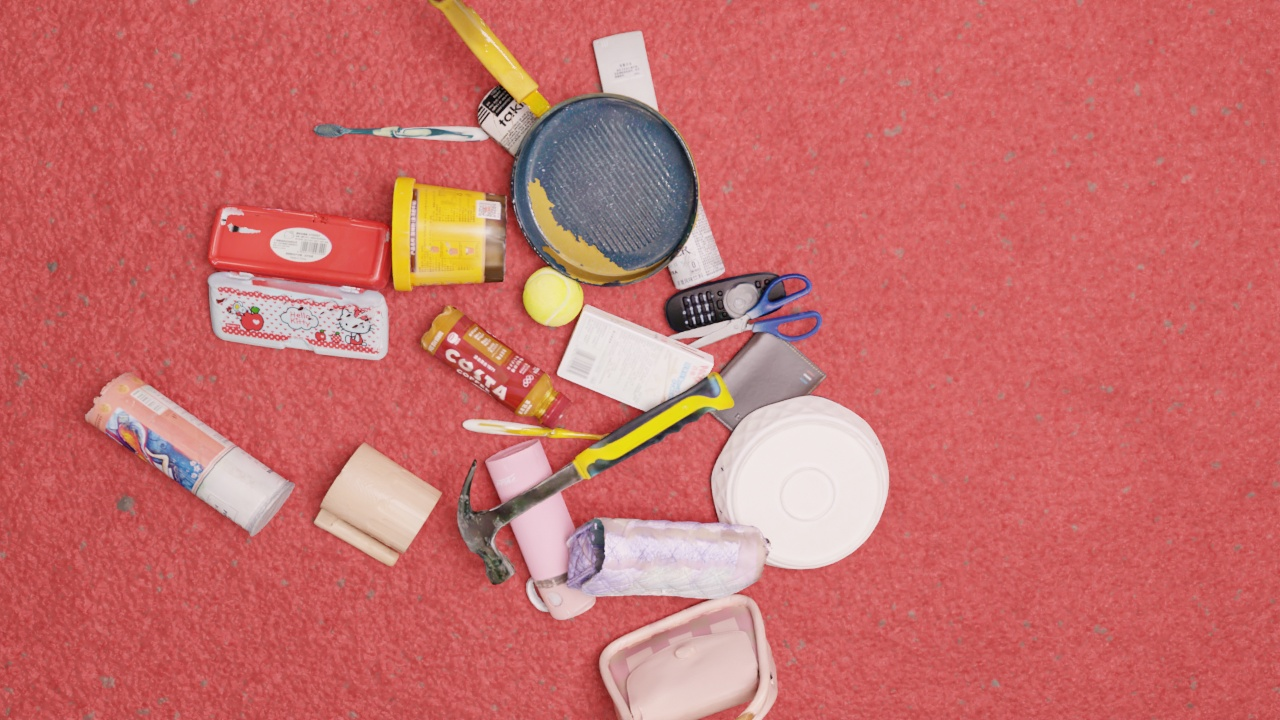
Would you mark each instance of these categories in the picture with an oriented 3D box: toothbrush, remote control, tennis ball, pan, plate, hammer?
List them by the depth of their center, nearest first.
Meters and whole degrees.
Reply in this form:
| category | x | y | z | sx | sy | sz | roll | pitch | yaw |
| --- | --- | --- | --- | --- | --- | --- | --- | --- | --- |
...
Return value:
| category | x | y | z | sx | sy | sz | roll | pitch | yaw |
| --- | --- | --- | --- | --- | --- | --- | --- | --- | --- |
| pan | -0.086 | -0.233 | 0.924 | 0.198 | 0.078 | 0.357 | -34 | 99 | 20 |
| hammer | -0.049 | 0.105 | 0.982 | 0.323 | 0.032 | 0.126 | -30 | 98 | -5 |
| toothbrush | -0.260 | -0.249 | 1.001 | 0.191 | 0.018 | 0.016 | 1 | 96 | -2 |
| tennis ball | -0.095 | -0.070 | 1.002 | 0.065 | 0.065 | 0.065 | 0 | 96 | -2 |
| remote control | -0.012 | -0.288 | 1.005 | 0.056 | 0.019 | 0.135 | -13 | 96 | -1 |
| remote control | 0.095 | -0.065 | 1.030 | 0.136 | 0.024 | 0.053 | -13 | 99 | 3 |
| plate | 0.185 | 0.145 | 1.040 | 0.205 | 0.045 | 0.205 | -1 | 101 | -3 |
| toothbrush | -0.106 | 0.082 | 1.041 | 0.191 | 0.018 | 0.016 | 6 | 94 | -3 |

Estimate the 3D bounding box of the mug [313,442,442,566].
| category | x | y | z | sx | sy | sz | roll | pitch | yaw |
| --- | --- | --- | --- | --- | --- | --- | --- | --- | --- |
| mug | -0.294 | 0.167 | 1.019 | 0.103 | 0.084 | 0.125 | 33 | 118 | -7 |

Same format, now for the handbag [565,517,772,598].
| category | x | y | z | sx | sy | sz | roll | pitch | yaw |
| --- | --- | --- | --- | --- | --- | --- | --- | --- | --- |
| handbag | 0.024 | 0.213 | 0.978 | 0.193 | 0.134 | 0.075 | 5 | 64 | -23 |

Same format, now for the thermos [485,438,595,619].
| category | x | y | z | sx | sy | sz | roll | pitch | yaw |
| --- | --- | --- | --- | --- | --- | --- | --- | --- | --- |
| thermos | -0.116 | 0.193 | 1.035 | 0.087 | 0.067 | 0.198 | -16 | 99 | 31 |

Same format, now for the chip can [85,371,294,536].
| category | x | y | z | sx | sy | sz | roll | pitch | yaw |
| --- | --- | --- | --- | --- | --- | --- | --- | --- | --- |
| chip can | -0.489 | 0.101 | 1.002 | 0.214 | 0.071 | 0.071 | 37 | 93 | -5 |

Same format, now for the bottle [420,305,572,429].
| category | x | y | z | sx | sy | sz | roll | pitch | yaw |
| --- | --- | --- | --- | --- | --- | --- | --- | --- | --- |
| bottle | -0.156 | 0.011 | 1.012 | 0.175 | 0.057 | 0.057 | 36 | 93 | -6 |

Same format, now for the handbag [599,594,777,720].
| category | x | y | z | sx | sy | sz | roll | pitch | yaw |
| --- | --- | --- | --- | --- | --- | --- | --- | --- | --- |
| handbag | 0.058 | 0.351 | 0.968 | 0.193 | 0.234 | 0.093 | -21 | 98 | 0 |

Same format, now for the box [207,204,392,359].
| category | x | y | z | sx | sy | sz | roll | pitch | yaw |
| --- | --- | --- | --- | --- | --- | --- | --- | --- | --- |
| box | -0.368 | -0.085 | 0.991 | 0.201 | 0.058 | 0.161 | 7 | 97 | 5 |

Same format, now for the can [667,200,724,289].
| category | x | y | z | sx | sy | sz | roll | pitch | yaw |
| --- | --- | --- | --- | --- | --- | --- | --- | --- | --- |
| can | 0.042 | -0.154 | 1.002 | 0.058 | 0.058 | 0.147 | -21 | 97 | 0 |

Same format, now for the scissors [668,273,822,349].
| category | x | y | z | sx | sy | sz | roll | pitch | yaw |
| --- | --- | --- | --- | --- | --- | --- | --- | --- | --- |
| scissors | 0.120 | -0.033 | 1.020 | 0.133 | 0.012 | 0.173 | 40 | 108 | -14 |

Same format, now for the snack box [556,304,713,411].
| category | x | y | z | sx | sy | sz | roll | pitch | yaw |
| --- | --- | --- | --- | --- | --- | --- | --- | --- | --- |
| snack box | -0.006 | 0.006 | 1.022 | 0.157 | 0.026 | 0.085 | 22 | 112 | -5 |

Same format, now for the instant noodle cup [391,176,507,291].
| category | x | y | z | sx | sy | sz | roll | pitch | yaw |
| --- | --- | --- | --- | --- | --- | --- | --- | --- | --- |
| instant noodle cup | -0.200 | -0.131 | 0.970 | 0.114 | 0.118 | 0.118 | 1 | 96 | -10 |

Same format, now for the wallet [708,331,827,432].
| category | x | y | z | sx | sy | sz | roll | pitch | yaw |
| --- | --- | --- | --- | --- | --- | --- | --- | --- | --- |
| wallet | 0.137 | 0.031 | 1.047 | 0.096 | 0.020 | 0.122 | 41 | 95 | -6 |

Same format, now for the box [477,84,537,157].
| category | x | y | z | sx | sy | sz | roll | pitch | yaw |
| --- | --- | --- | --- | --- | --- | --- | --- | --- | --- |
| box | -0.104 | -0.232 | 0.994 | 0.164 | 0.052 | 0.068 | 38 | 76 | -5 |
